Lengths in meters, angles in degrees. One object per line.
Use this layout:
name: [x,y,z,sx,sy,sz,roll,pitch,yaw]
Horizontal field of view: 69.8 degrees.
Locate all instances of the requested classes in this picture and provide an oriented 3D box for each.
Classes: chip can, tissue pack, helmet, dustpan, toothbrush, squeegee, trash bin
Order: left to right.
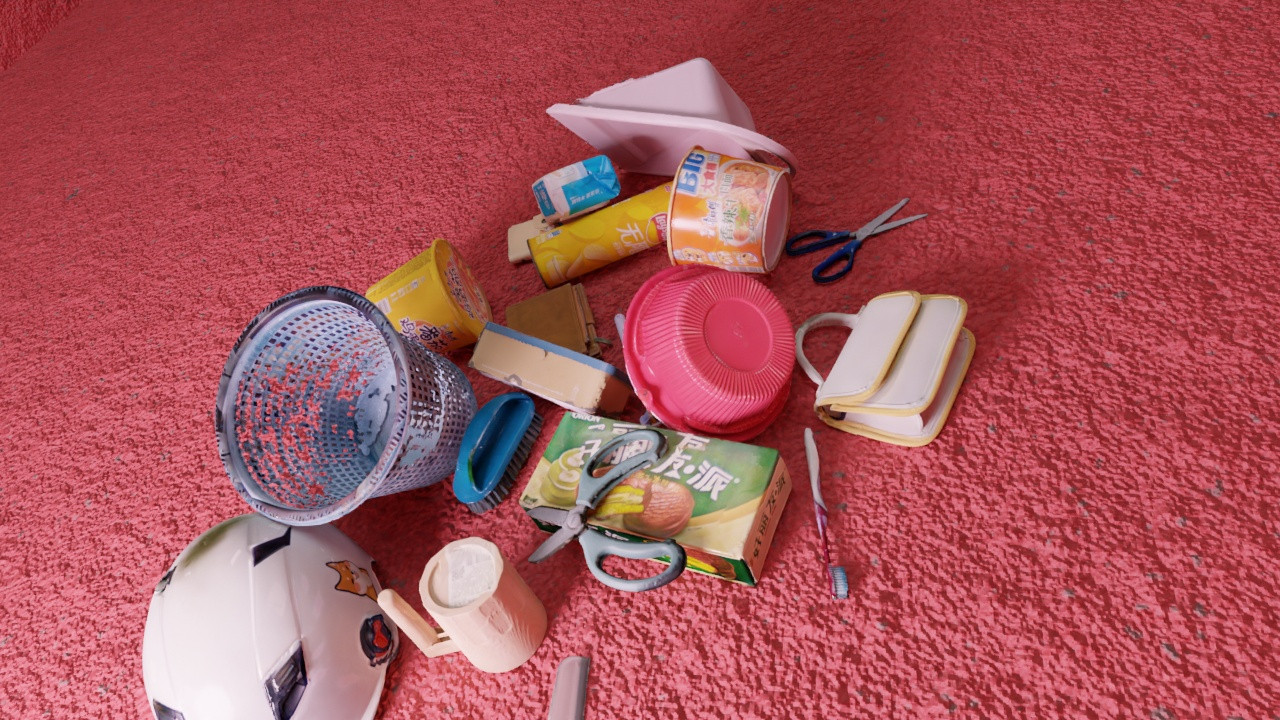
helmet: [-0.358,0.249,0.847,0.230,0.157,0.273,-21,44,3]
trash bin: [-0.277,0.054,0.943,0.227,0.195,0.226,-4,80,21]
squeegee: [-0.175,0.362,0.750,0.250,0.040,0.247,-10,46,14]
tissue pack: [-0.084,-0.221,1.195,0.090,0.063,0.140,-23,11,-12]
chip can: [-0.034,-0.162,1.169,0.213,0.072,0.072,-22,44,2]
toothbrush: [-0.006,0.006,1.033,0.029,0.021,0.189,-19,42,0]
dustpan: [0.050,-0.261,1.149,0.274,0.222,0.138,-18,74,26]
toothbrush: [0.169,0.135,0.843,0.017,0.016,0.187,-6,46,6]

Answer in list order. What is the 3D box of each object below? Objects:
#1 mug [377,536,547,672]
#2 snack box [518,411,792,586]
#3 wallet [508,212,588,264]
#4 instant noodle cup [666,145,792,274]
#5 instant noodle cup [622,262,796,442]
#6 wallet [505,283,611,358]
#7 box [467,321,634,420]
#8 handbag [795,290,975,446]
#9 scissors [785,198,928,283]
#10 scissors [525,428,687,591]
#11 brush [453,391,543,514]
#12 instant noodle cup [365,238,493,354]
mug: [-0.160,0.224,0.828,0.125,0.104,0.084,-15,45,8]
snack box: [0.012,0.127,0.878,0.240,0.063,0.114,9,56,29]
wallet: [-0.125,-0.176,1.254,0.115,0.024,0.087,-17,43,7]
instant noodle cup: [0.108,-0.169,1.072,0.111,0.151,0.151,12,53,20]
instant noodle cup: [0.082,-0.017,0.903,0.193,0.194,0.066,-54,8,-28]
wallet: [-0.101,-0.037,1.102,0.119,0.035,0.130,-20,46,3]
box: [-0.090,0.016,0.990,0.184,0.089,0.059,17,82,22]
handbag: [0.229,-0.005,0.924,0.179,0.063,0.163,10,51,34]
scissors: [0.253,-0.141,1.075,0.166,0.012,0.156,-1,46,20]
scissors: [-0.016,0.142,0.820,0.170,0.019,0.180,-41,49,-15]
brush: [-0.157,0.089,0.977,0.055,0.073,0.143,1,49,30]
instant noodle cup: [-0.262,-0.064,1.131,0.110,0.138,0.137,-25,43,11]
